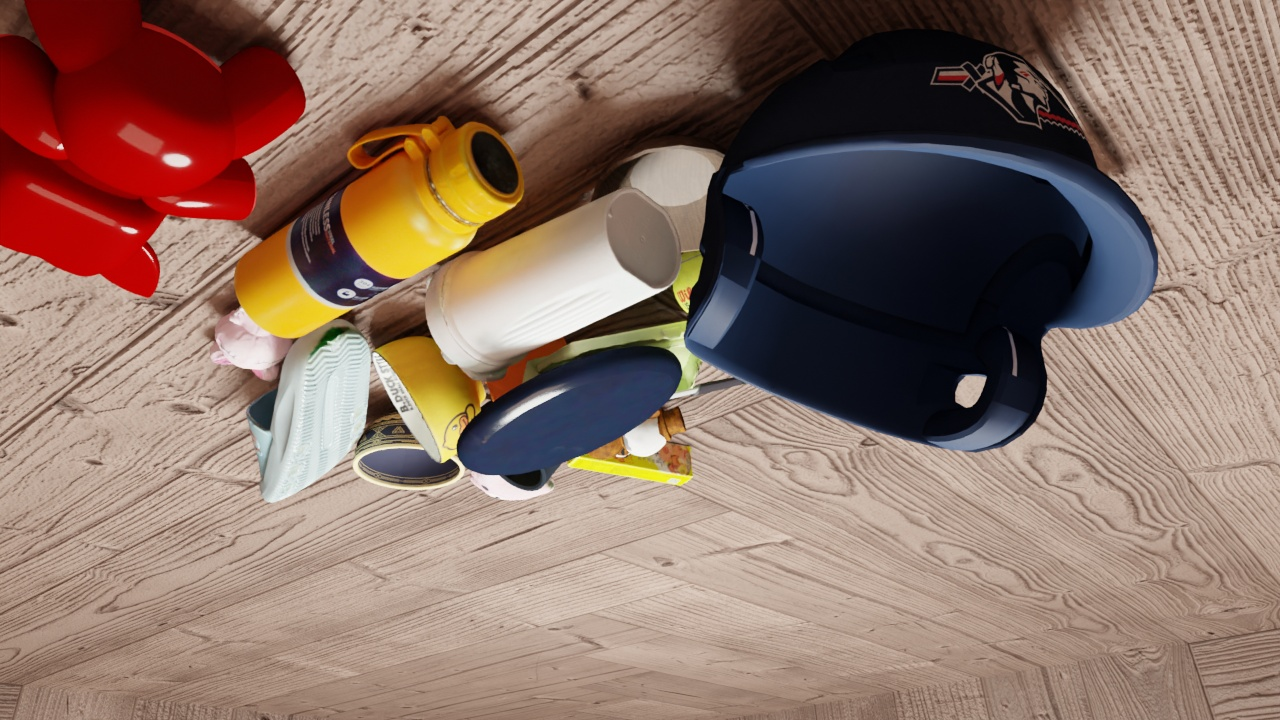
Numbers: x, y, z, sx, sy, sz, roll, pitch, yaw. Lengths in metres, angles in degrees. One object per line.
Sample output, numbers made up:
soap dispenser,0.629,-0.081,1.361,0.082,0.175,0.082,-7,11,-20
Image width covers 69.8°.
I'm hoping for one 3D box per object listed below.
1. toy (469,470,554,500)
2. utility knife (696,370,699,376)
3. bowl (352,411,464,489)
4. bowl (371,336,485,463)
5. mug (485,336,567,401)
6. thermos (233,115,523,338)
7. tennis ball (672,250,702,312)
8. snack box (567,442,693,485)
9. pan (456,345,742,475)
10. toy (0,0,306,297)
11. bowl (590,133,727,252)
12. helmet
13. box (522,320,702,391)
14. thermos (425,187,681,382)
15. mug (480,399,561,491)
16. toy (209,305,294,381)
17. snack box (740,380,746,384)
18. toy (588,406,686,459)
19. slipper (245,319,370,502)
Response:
toy,-0.161,0.135,1.068,0.099,0.052,0.096,25,153,-34
utility knife,-0.003,0.015,0.903,0.123,0.022,0.015,-5,151,-3
bowl,-0.240,0.086,0.962,0.112,0.061,0.113,-2,150,-1
bowl,-0.184,0.027,0.831,0.067,0.117,0.117,-32,158,-21
mug,-0.113,0.017,0.848,0.113,0.077,0.096,26,151,21
thermos,-0.191,-0.092,0.643,0.233,0.076,0.091,-22,142,31
tennis ball,0.058,-0.063,0.723,0.065,0.065,0.065,-2,150,-1
snack box,-0.011,0.109,1.042,0.148,0.040,0.029,13,146,-25
pan,0.007,0.037,0.809,0.355,0.021,0.199,-10,155,-37
toy,-0.312,-0.125,0.536,0.198,0.120,0.158,-33,142,27
bowl,0.023,-0.122,0.651,0.118,0.030,0.118,-1,150,-1
helmet,0.159,-0.082,0.531,0.232,0.223,0.272,23,174,-14
box,-0.007,-0.001,0.783,0.187,0.047,0.141,-12,159,-33
thermos,-0.074,-0.052,0.672,0.099,0.099,0.221,24,151,-39
mug,-0.119,0.072,0.923,0.105,0.077,0.071,24,136,17
toy,-0.338,-0.013,0.799,0.063,0.047,0.110,13,153,-25
snack box,0.130,-0.043,0.757,0.080,0.025,0.148,-15,146,-20
toy,-0.011,0.071,0.961,0.113,0.067,0.087,-18,148,7
slipper,-0.311,0.041,0.853,0.103,0.074,0.246,-36,164,-43
